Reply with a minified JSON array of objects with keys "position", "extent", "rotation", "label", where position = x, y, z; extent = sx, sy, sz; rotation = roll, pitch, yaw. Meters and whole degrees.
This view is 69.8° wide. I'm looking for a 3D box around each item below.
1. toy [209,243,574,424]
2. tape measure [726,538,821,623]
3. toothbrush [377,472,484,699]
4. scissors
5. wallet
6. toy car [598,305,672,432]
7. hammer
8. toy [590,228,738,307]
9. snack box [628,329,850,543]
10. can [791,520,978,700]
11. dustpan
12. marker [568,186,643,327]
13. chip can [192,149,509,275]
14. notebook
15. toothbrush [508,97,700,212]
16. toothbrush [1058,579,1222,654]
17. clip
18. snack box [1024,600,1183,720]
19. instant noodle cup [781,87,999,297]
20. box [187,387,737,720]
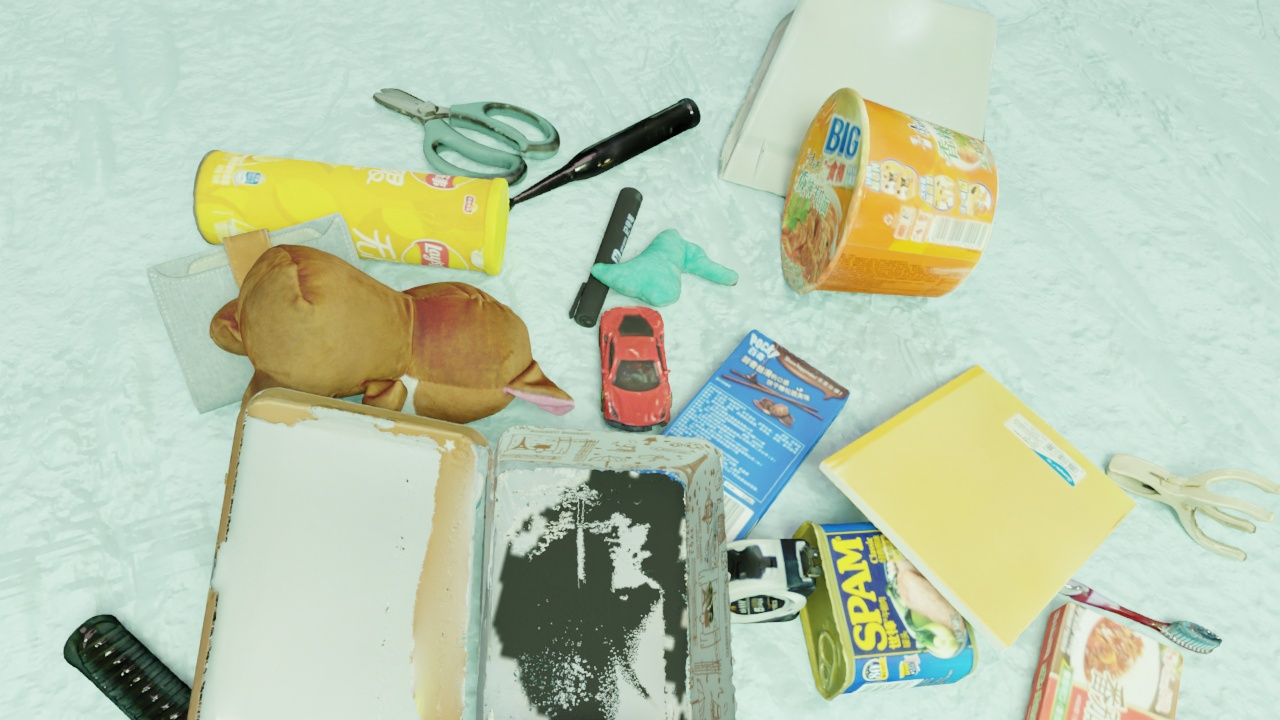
[{"position":[-0.150,0.000,0.572],"extent":[0.199,0.131,0.140],"rotation":[-1,38,-38],"label":"toy"},{"position":[0.068,0.132,0.549],"extent":[0.066,0.066,0.033],"rotation":[1,54,-8],"label":"tape measure"},{"position":[-0.124,0.151,0.518],"extent":[0.027,0.026,0.220],"rotation":[12,45,3],"label":"toothbrush"},{"position":[-0.140,-0.206,0.772],"extent":[0.129,0.019,0.185],"rotation":[-30,59,-29],"label":"scissors"},{"position":[-0.247,-0.035,0.614],"extent":[0.129,0.037,0.106],"rotation":[-19,99,-16],"label":"wallet"},{"position":[-0.004,0.004,0.640],"extent":[0.049,0.031,0.106],"rotation":[1,50,-5],"label":"toy car"},{"position":[-0.188,0.233,0.476],"extent":[0.301,0.033,0.128],"rotation":[33,60,14],"label":"hammer"},{"position":[0.023,-0.070,0.689],"extent":[0.096,0.030,0.091],"rotation":[25,44,11],"label":"toy"},{"position":[0.067,0.055,0.622],"extent":[0.084,0.026,0.156],"rotation":[34,60,16],"label":"snack box"},{"position":[0.144,0.147,0.555],"extent":[0.083,0.057,0.102],"rotation":[-2,58,-10],"label":"can"},{"position":[0.209,-0.238,0.837],"extent":[0.223,0.142,0.257],"rotation":[17,86,5],"label":"dustpan"},{"position":[-0.025,-0.081,0.705],"extent":[0.022,0.020,0.131],"rotation":[9,57,15],"label":"marker"},{"position":[-0.206,-0.109,0.672],"extent":[0.213,0.072,0.072],"rotation":[6,57,-2],"label":"chip can"},{"position":[0.225,0.081,0.593],"extent":[0.205,0.010,0.146],"rotation":[-23,60,-41],"label":"notebook"},{"position":[-0.040,-0.164,0.754],"extent":[0.212,0.026,0.027],"rotation":[-31,32,-21],"label":"toothbrush"},{"position":[0.279,0.145,0.592],"extent":[0.187,0.017,0.016],"rotation":[23,57,8],"label":"toothbrush"},{"position":[0.378,0.088,0.614],"extent":[0.101,0.097,0.035],"rotation":[40,61,6],"label":"clip"},{"position":[0.265,0.225,0.535],"extent":[0.075,0.026,0.152],"rotation":[25,58,10],"label":"snack box"},{"position":[0.183,-0.114,0.680],"extent":[0.111,0.152,0.151],"rotation":[9,56,-10],"label":"instant noodle cup"},{"position":[-0.082,0.119,0.477],"extent":[0.260,0.103,0.178],"rotation":[5,67,-15],"label":"box"}]
